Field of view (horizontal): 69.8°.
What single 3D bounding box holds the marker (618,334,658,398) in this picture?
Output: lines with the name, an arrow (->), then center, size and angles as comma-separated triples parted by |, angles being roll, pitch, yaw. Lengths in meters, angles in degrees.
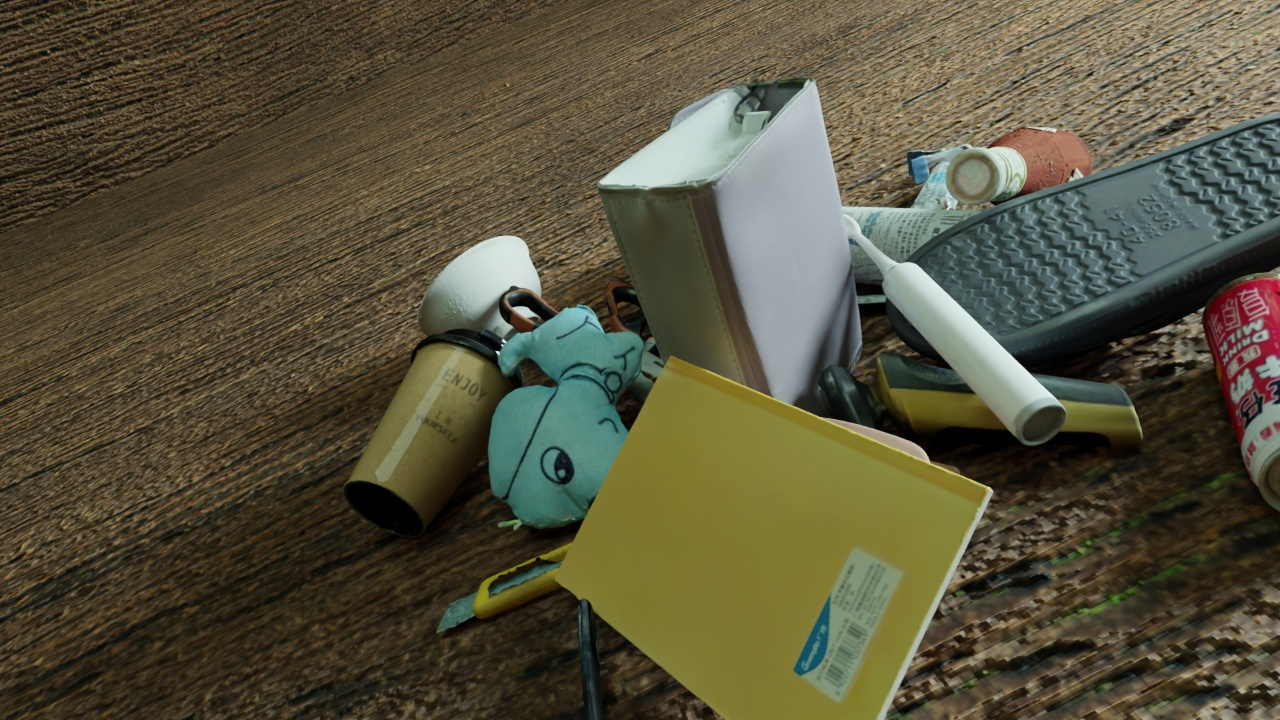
marker -> -0.004, 0.004, 0.703 | 0.018, 0.015, 0.123 | 6, 37, 32

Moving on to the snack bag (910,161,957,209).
snack bag -> 0.249, -0.139, 0.759 | 0.045, 0.026, 0.105 | 9, 42, 28

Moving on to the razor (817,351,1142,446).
razor -> 0.183, 0.030, 0.509 | 0.168, 0.062, 0.067 | 2, 67, 26

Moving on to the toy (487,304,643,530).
toy -> -0.051, 0.040, 0.603 | 0.161, 0.050, 0.156 | 31, 75, 32

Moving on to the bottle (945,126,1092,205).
bottle -> 0.260, -0.129, 0.629 | 0.060, 0.060, 0.205 | 4, 13, 37

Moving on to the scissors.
scissors -> -0.022, -0.017, 0.694 | 0.189, 0.015, 0.224 | 8, 29, 3

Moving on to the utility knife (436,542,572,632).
utility knife -> -0.038, 0.117, 0.535 | 0.177, 0.015, 0.033 | -23, 30, -3

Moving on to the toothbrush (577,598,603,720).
toothbrush -> -0.022, 0.179, 0.412 | 0.018, 0.015, 0.180 | -26, 34, 12

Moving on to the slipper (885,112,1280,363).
slipper -> 0.284, -0.052, 0.540 | 0.268, 0.083, 0.110 | -23, 43, 13

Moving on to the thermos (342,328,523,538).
thermos -> -0.145, 0.050, 0.649 | 0.093, 0.093, 0.142 | -2, 42, 30

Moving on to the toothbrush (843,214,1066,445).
toothbrush -> 0.163, -0.031, 0.526 | 0.027, 0.026, 0.220 | -35, 39, 7

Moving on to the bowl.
bowl -> -0.124, -0.042, 0.789 | 0.118, 0.118, 0.065 | -36, 71, -25

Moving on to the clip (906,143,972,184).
clip -> 0.267, -0.179, 0.816 | 0.058, 0.027, 0.044 | -15, 22, 11

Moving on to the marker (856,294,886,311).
marker -> 0.151, -0.040, 0.674 | 0.124, 0.015, 0.018 | -3, 25, 24

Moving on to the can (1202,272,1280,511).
can -> 0.312, 0.013, 0.441 | 0.053, 0.053, 0.132 | -6, 33, 25

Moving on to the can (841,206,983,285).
can -> 0.191, -0.082, 0.672 | 0.147, 0.058, 0.058 | 11, 43, 43

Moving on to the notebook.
notebook -> 0.048, 0.089, 0.445 | 0.206, 0.010, 0.146 | 23, 85, 48

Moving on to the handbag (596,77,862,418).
handbag -> 0.068, -0.053, 0.563 | 0.099, 0.197, 0.144 | 9, 41, 41

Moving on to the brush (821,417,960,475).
brush -> 0.087, 0.061, 0.484 | 0.146, 0.073, 0.063 | 13, 45, 40
